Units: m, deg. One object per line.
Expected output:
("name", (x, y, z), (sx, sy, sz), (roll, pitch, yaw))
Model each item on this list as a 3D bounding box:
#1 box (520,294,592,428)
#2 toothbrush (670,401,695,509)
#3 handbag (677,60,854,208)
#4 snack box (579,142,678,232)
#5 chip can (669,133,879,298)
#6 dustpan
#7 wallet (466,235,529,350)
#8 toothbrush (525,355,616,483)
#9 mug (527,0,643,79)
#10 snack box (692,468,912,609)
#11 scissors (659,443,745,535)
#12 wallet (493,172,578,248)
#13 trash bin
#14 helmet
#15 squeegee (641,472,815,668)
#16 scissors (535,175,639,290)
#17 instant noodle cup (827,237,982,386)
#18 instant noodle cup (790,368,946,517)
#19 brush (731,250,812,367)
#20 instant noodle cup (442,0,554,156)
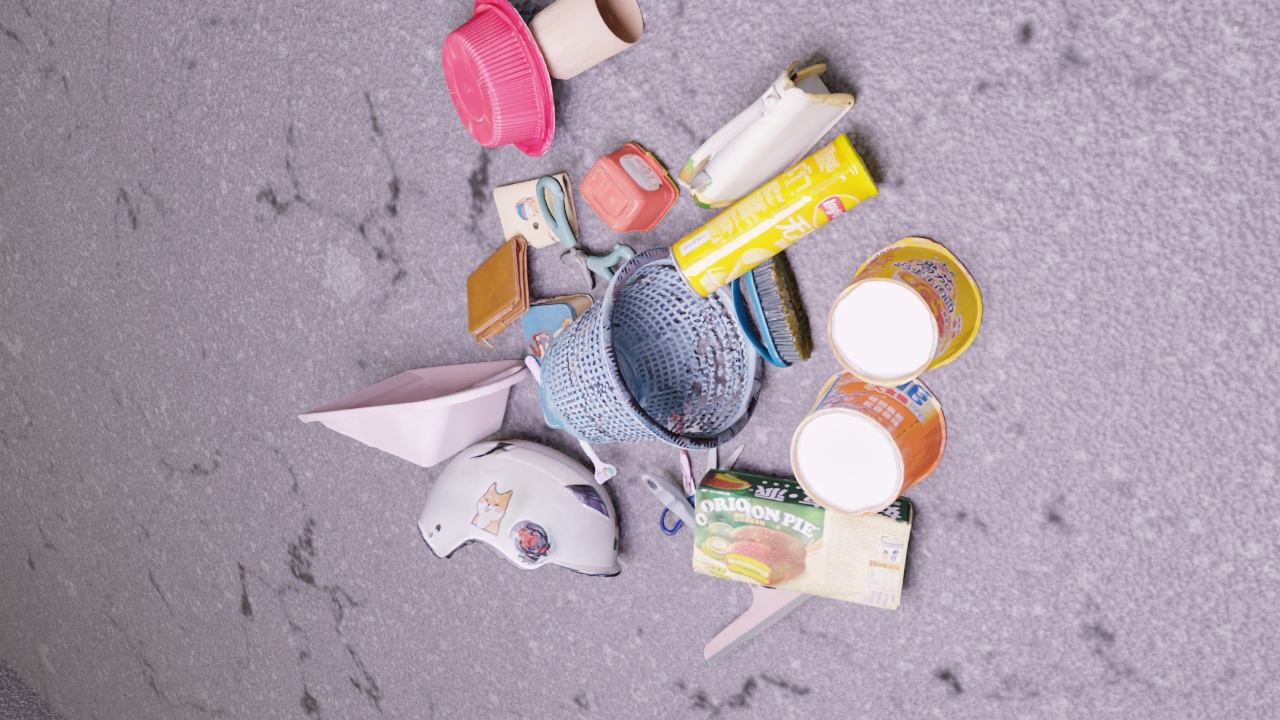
("box", (-0.093, 0.007, 1.199), (0.090, 0.059, 0.184), (-5, 103, 35))
("toothbrush", (0.059, 0.138, 1.174), (0.016, 0.017, 0.188), (-6, 107, 16))
("handbag", (0.108, -0.221, 0.907), (0.063, 0.178, 0.164), (54, 128, 12))
("snack box", (-0.015, -0.197, 1.058), (0.091, 0.079, 0.082), (49, 125, 9))
("chip can", (0.135, -0.146, 0.946), (0.214, 0.072, 0.072), (-31, 89, 20))
("dustpan", (-0.286, 0.031, 1.243), (0.273, 0.221, 0.139), (22, 116, 19))
("wallet", (-0.189, -0.084, 1.205), (0.131, 0.035, 0.119), (-28, 64, 47))
("toothbrush", (-0.094, 0.073, 1.177), (0.189, 0.029, 0.021), (56, 165, 4))
("mug", (-0.064, -0.390, 1.027), (0.104, 0.084, 0.124), (-16, 74, 38))
("snack box", (0.183, 0.203, 1.054), (0.240, 0.063, 0.114), (6, 111, 17))
("scissors", (0.090, 0.175, 1.160), (0.166, 0.012, 0.157), (-32, 99, 24))
("wallet", (-0.133, -0.187, 1.175), (0.115, 0.024, 0.087), (-5, 108, 32))
("trash bin", (-0.006, 0.006, 1.062), (0.196, 0.225, 0.226), (-20, 95, 49))
("helmet", (-0.149, 0.186, 1.218), (0.274, 0.230, 0.157), (9, 88, 7))
("squeegee", (0.092, 0.228, 1.151), (0.249, 0.040, 0.248), (47, 116, -1))
("scissors", (-0.073, -0.152, 1.101), (0.170, 0.019, 0.180), (5, 133, 58))
("instant noodle cup", (0.257, -0.042, 0.917), (0.138, 0.109, 0.138), (12, 113, 31))
("instant noodle cup", (0.236, 0.089, 0.978), (0.151, 0.111, 0.151), (12, 114, 30))
("brush", (0.140, -0.060, 1.021), (0.074, 0.055, 0.144), (-13, 100, 33))
("instant noodle cup", (-0.176, -0.324, 1.075), (0.194, 0.065, 0.194), (46, 151, 35))
